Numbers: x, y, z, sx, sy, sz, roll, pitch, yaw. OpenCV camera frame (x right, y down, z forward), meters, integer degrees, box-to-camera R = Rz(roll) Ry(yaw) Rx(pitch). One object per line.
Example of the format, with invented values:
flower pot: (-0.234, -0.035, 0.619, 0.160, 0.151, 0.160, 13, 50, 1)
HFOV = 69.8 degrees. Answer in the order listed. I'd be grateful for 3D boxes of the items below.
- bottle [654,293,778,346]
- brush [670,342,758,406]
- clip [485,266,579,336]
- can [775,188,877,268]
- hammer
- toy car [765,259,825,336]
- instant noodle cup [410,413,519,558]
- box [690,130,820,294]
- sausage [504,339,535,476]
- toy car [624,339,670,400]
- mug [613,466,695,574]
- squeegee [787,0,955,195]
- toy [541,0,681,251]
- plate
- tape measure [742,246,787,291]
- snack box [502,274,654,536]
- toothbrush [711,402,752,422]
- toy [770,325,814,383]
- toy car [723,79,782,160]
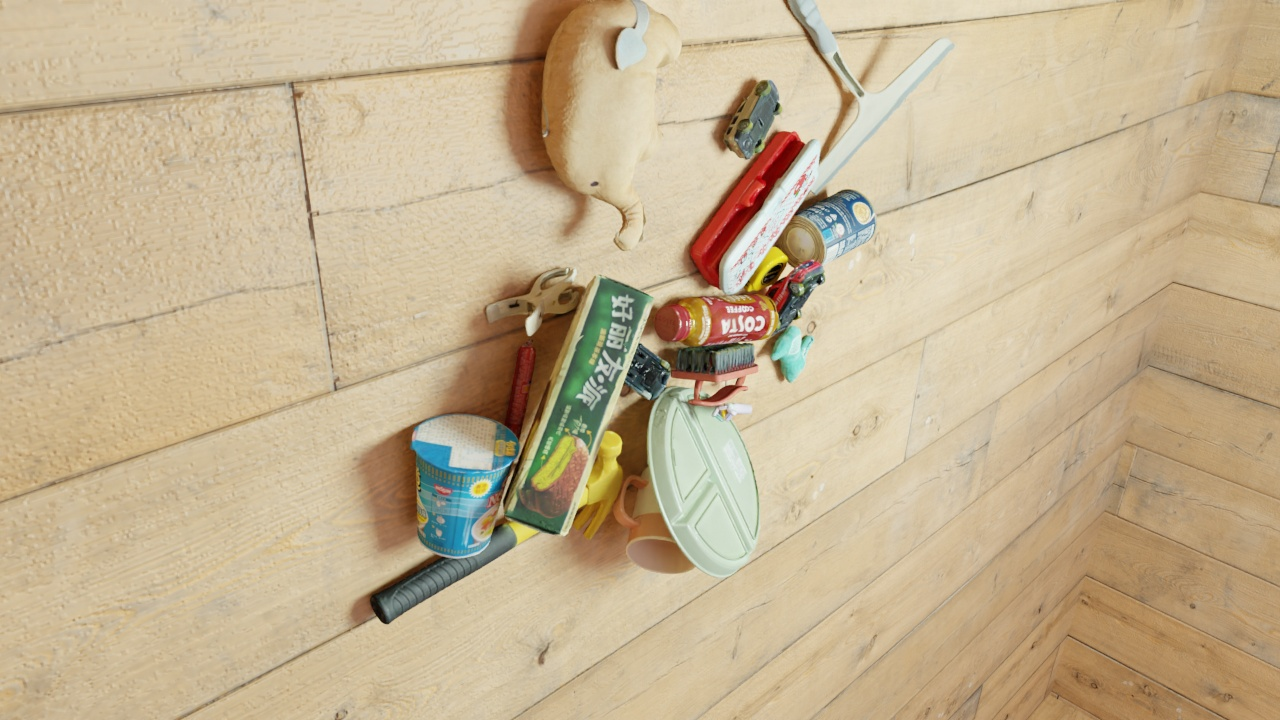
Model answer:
bottle: (0.089, -0.047, 1.067, 0.174, 0.057, 0.057, -7, 114, -46)
brush: (0.096, 0.016, 1.093, 0.145, 0.063, 0.069, -10, 104, -59)
clip: (-0.098, -0.057, 0.881, 0.098, 0.064, 0.034, -37, 134, -39)
can: (0.233, -0.163, 1.149, 0.110, 0.075, 0.075, -29, 129, -34)
hammer: (-0.137, 0.182, 0.952, 0.299, 0.033, 0.129, -26, 137, -33)
toy car: (0.182, -0.079, 1.129, 0.052, 0.045, 0.121, -27, 160, -36)
instant noodle cup: (-0.169, 0.120, 0.858, 0.099, 0.099, 0.110, -16, 128, -42)
box: (0.147, -0.167, 1.061, 0.201, 0.068, 0.090, -54, 139, -13)
sausage: (-0.125, 0.053, 0.919, 0.020, 0.020, 0.156, -3, 112, -47)
toy car: (-0.006, 0.006, 1.013, 0.049, 0.031, 0.105, -57, 137, -5)
mug: (0.019, 0.177, 1.069, 0.114, 0.082, 0.105, 31, 46, -22)
squeegee: (0.225, -0.358, 1.069, 0.246, 0.039, 0.246, -47, 134, 7)
toy: (-0.030, -0.212, 0.837, 0.143, 0.082, 0.226, -7, 118, -32)
plate: (0.081, 0.137, 1.073, 0.230, 0.028, 0.229, 36, 44, -45)
tape measure: (0.150, -0.113, 1.116, 0.059, 0.029, 0.057, -23, 152, -40)
snack box: (-0.063, 0.042, 0.881, 0.063, 0.114, 0.240, 21, 84, -8)
toothbrush: (0.119, 0.062, 1.132, 0.189, 0.029, 0.021, 6, 81, -74)
toy: (0.205, -0.012, 1.236, 0.096, 0.030, 0.092, -52, 144, -26)
toy car: (0.124, -0.267, 1.009, 0.090, 0.035, 0.042, -62, 142, -12)
